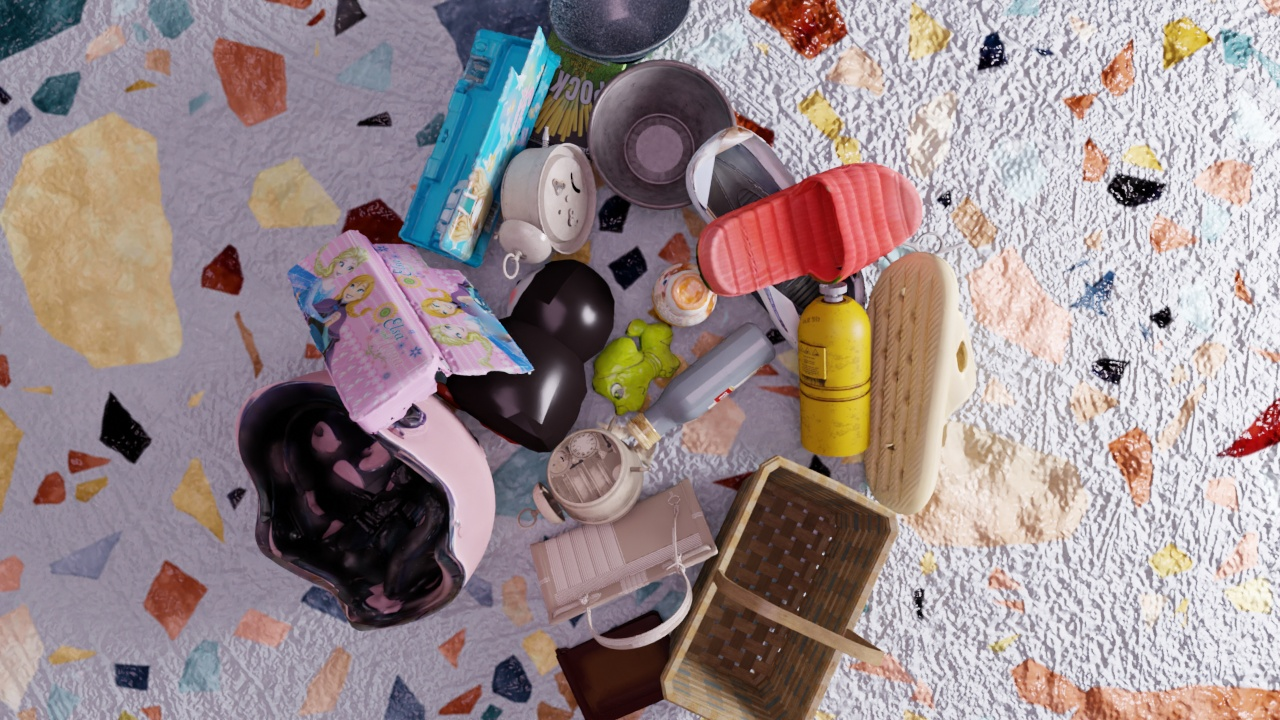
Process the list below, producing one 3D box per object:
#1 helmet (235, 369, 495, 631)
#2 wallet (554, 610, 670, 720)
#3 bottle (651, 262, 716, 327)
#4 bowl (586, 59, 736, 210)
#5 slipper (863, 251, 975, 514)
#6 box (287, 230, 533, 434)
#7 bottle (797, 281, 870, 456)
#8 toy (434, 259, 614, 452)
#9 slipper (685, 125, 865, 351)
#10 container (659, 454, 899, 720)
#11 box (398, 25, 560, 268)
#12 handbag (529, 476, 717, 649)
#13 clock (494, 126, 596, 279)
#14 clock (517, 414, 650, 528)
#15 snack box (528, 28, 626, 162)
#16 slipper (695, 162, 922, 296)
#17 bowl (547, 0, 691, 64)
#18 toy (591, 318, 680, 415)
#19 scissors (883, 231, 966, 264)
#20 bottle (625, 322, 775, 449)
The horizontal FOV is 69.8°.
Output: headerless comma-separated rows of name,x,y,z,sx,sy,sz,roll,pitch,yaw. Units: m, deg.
helmet,-0.243,0.108,0.856,0.255,0.152,0.231,40,126,1
wallet,-0.018,0.318,0.946,0.115,0.018,0.091,-24,91,1
bottle,0.044,-0.064,0.897,0.063,0.109,0.063,0,92,-1
bowl,0.021,-0.218,0.916,0.145,0.067,0.145,0,90,-1
slipper,0.279,0.023,0.916,0.079,0.111,0.261,-2,100,-31
box,-0.209,-0.044,0.804,0.160,0.230,0.063,-21,135,-22
bottle,0.189,0.005,0.894,0.071,0.071,0.164,-6,110,-1
toy,-0.089,-0.011,0.882,0.159,0.140,0.184,40,76,-37
slipper,0.135,-0.113,0.912,0.111,0.063,0.264,-44,115,-5
container,0.132,0.227,0.853,0.157,0.186,0.250,26,87,-7
box,-0.144,-0.205,0.881,0.085,0.170,0.227,21,91,-31
handbag,-0.008,0.204,0.852,0.175,0.198,0.062,-23,108,-1
clock,-0.100,-0.140,0.876,0.061,0.103,0.156,6,55,27
clock,-0.064,0.121,0.905,0.141,0.054,0.093,-34,58,0
snack box,-0.063,-0.287,0.935,0.080,0.025,0.147,20,90,-1
slipper,0.170,-0.123,0.855,0.248,0.059,0.103,-18,106,-21
bowl,-0.017,-0.325,0.884,0.137,0.057,0.136,-3,65,6
toy,-0.006,0.005,0.934,0.093,0.036,0.094,-11,85,-4
scissors,0.247,-0.130,0.946,0.118,0.014,0.161,-44,93,9
bottle,0.058,0.028,0.917,0.161,0.072,0.046,-38,85,-1
